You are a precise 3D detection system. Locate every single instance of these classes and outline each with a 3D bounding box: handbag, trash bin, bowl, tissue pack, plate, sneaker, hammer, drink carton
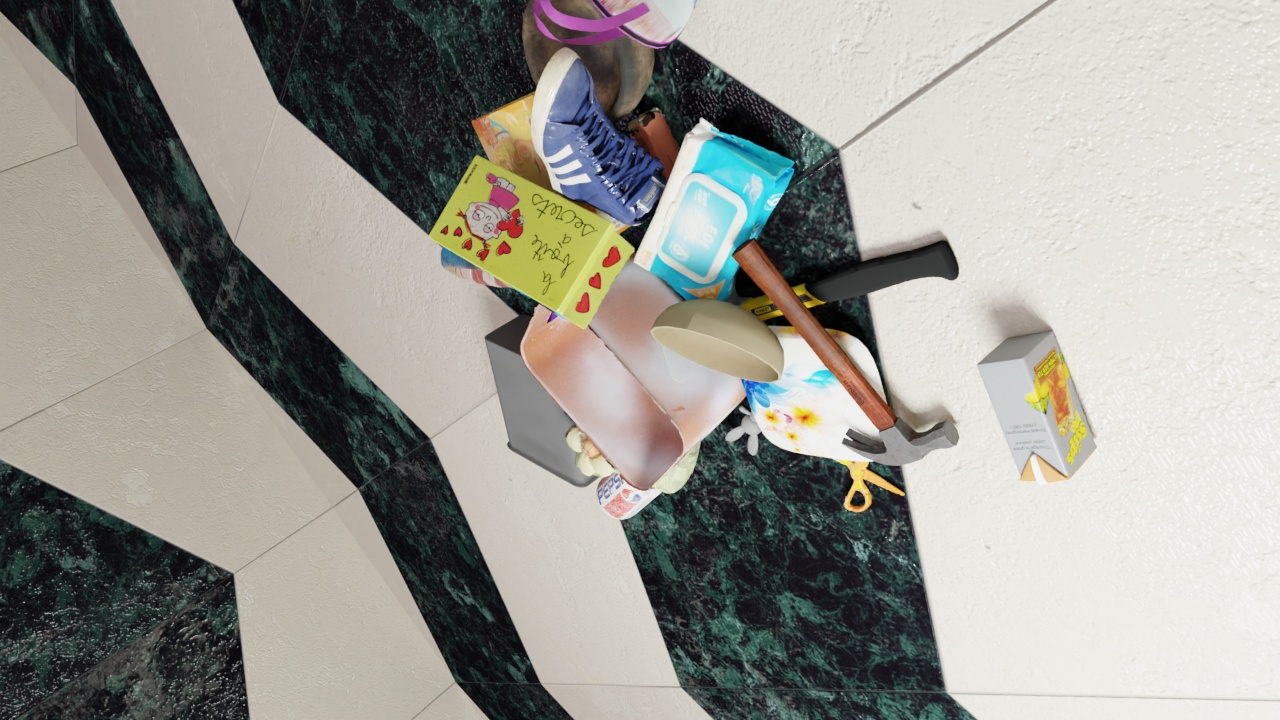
[{"bbox_3d":[-0.032,-0.356,0.892,0.144,0.169,0.068,52,146,3],"label":"handbag"},{"bbox_3d":[-0.007,0.007,1.189,0.259,0.157,0.182,47,146,9],"label":"trash bin"},{"bbox_3d":[0.091,-0.028,1.008,0.152,0.050,0.152,21,169,4],"label":"bowl"},{"bbox_3d":[0.073,-0.150,0.997,0.117,0.065,0.210,32,130,9],"label":"tissue pack"},{"bbox_3d":[-0.051,-0.343,1.012,0.162,0.070,0.162,31,139,30],"label":"bowl"},{"bbox_3d":[-0.139,0.062,1.447,0.192,0.097,0.220,23,134,37],"label":"trash bin"},{"bbox_3d":[0.195,0.043,1.063,0.187,0.016,0.187,5,128,42],"label":"plate"},{"bbox_3d":[-0.035,-0.216,0.964,0.118,0.091,0.233,30,163,10],"label":"sneaker"},{"bbox_3d":[-0.015,0.121,1.294,0.186,0.116,0.113,16,107,18],"label":"handbag"},{"bbox_3d":[0.196,-0.075,0.992,0.324,0.029,0.127,-15,107,53],"label":"hammer"},{"bbox_3d":[0.368,0.044,0.851,0.049,0.076,0.125,-12,106,53],"label":"drink carton"},{"bbox_3d":[0.200,-0.007,0.970,0.300,0.028,0.111,49,136,-10],"label":"hammer"}]

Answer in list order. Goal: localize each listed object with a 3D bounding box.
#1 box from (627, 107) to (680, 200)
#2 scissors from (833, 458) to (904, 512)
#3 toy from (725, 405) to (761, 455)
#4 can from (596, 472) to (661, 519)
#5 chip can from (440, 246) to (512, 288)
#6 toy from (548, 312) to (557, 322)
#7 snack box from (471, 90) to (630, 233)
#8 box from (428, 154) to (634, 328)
[{"bbox_3d":[0.036,-0.197,1.063,0.187,0.060,0.058,65,176,-15],"label":"box"},{"bbox_3d":[0.259,0.132,1.107,0.130,0.011,0.126,33,136,24],"label":"scissors"},{"bbox_3d":[0.145,0.082,1.184,0.049,0.030,0.112,30,136,8],"label":"toy"},{"bbox_3d":[-0.012,0.191,1.421,0.078,0.078,0.136,49,146,7],"label":"can"},{"bbox_3d":[-0.207,-0.147,1.366,0.230,0.079,0.080,11,127,46],"label":"chip can"},{"bbox_3d":[-0.109,-0.064,1.335,0.106,0.055,0.088,31,138,30],"label":"toy"},{"bbox_3d":[-0.108,-0.240,1.161,0.145,0.080,0.195,-2,118,50],"label":"snack box"},{"bbox_3d":[-0.129,-0.140,1.079,0.221,0.124,0.082,33,180,30],"label":"box"}]
